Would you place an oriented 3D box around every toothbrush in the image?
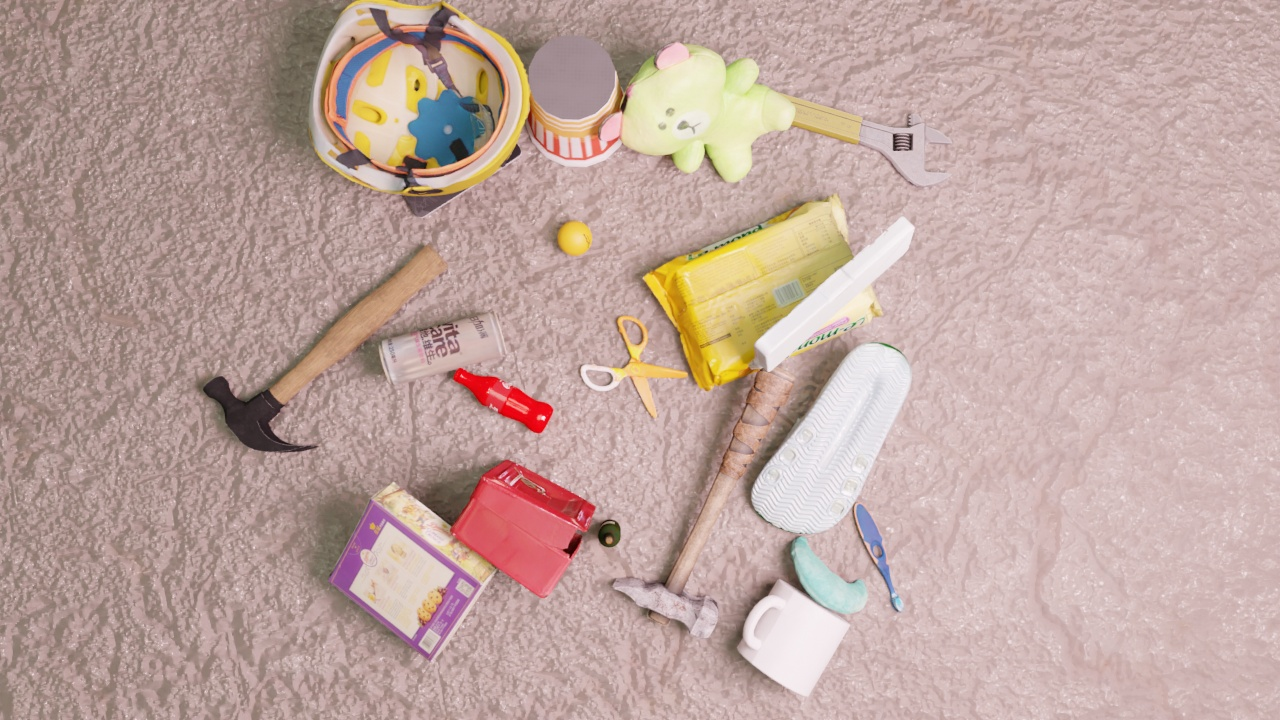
[{"bbox_3d":[0.276,0.227,1.056,0.021,0.017,0.135,-21,87,-4],"label":"toothbrush"}]

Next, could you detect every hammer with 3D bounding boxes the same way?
[{"bbox_3d":[-0.344,-0.017,1.057,0.305,0.040,0.132,-42,84,-4],"label":"hammer"},{"bbox_3d":[0.085,0.151,1.019,0.121,0.049,0.319,26,97,6],"label":"hammer"}]

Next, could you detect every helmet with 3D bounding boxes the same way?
[{"bbox_3d":[-0.233,-0.273,1.020,0.240,0.139,0.209,10,86,1],"label":"helmet"}]

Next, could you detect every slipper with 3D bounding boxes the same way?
[{"bbox_3d":[0.220,0.089,1.032,0.104,0.074,0.246,32,103,10],"label":"slipper"}]

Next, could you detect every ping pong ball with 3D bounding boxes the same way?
[{"bbox_3d":[-0.076,-0.142,1.064,0.040,0.040,0.040,0,86,-1],"label":"ping pong ball"}]

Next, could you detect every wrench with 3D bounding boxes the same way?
[{"bbox_3d":[0.240,-0.273,1.088,0.273,0.018,0.083,16,86,0],"label":"wrench"}]

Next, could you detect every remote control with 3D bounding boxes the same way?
[{"bbox_3d":[-0.211,-0.223,1.084,0.146,0.008,0.045,-33,87,-3],"label":"remote control"}]

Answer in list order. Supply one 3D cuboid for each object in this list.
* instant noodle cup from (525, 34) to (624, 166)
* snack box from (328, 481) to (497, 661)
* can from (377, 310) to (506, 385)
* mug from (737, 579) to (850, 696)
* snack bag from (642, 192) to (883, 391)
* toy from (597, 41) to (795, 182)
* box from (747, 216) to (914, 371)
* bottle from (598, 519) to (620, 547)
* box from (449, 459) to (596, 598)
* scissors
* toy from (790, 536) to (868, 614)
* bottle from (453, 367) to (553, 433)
[{"bbox_3d":[-0.074,-0.296,1.034,0.123,0.121,0.123,0,86,-1],"label":"instant noodle cup"},{"bbox_3d":[-0.243,0.226,0.974,0.148,0.040,0.144,37,121,4],"label":"snack box"},{"bbox_3d":[-0.223,-0.014,1.038,0.135,0.054,0.054,-16,86,-10],"label":"can"},{"bbox_3d":[0.158,0.298,1.003,0.121,0.091,0.090,35,85,-36],"label":"mug"},{"bbox_3d":[0.145,-0.077,1.049,0.247,0.068,0.159,-24,89,-2],"label":"snack bag"},{"bbox_3d":[0.061,-0.283,1.022,0.196,0.107,0.150,20,127,-31],"label":"toy"},{"bbox_3d":[0.194,-0.061,0.947,0.197,0.134,0.041,-40,77,-4],"label":"box"},{"bbox_3d":[-0.034,0.192,1.009,0.025,0.106,0.025,0,86,-1],"label":"bottle"},{"bbox_3d":[-0.123,0.177,0.986,0.129,0.157,0.092,32,91,3],"label":"box"},{"bbox_3d":[-0.012,0.011,1.069,0.128,0.011,0.125,-22,85,-1],"label":"scissors"},{"bbox_3d":[0.210,0.246,1.025,0.105,0.084,0.033,37,115,-1],"label":"toy"},{"bbox_3d":[-0.159,0.042,1.053,0.119,0.036,0.036,28,86,2],"label":"bottle"}]
